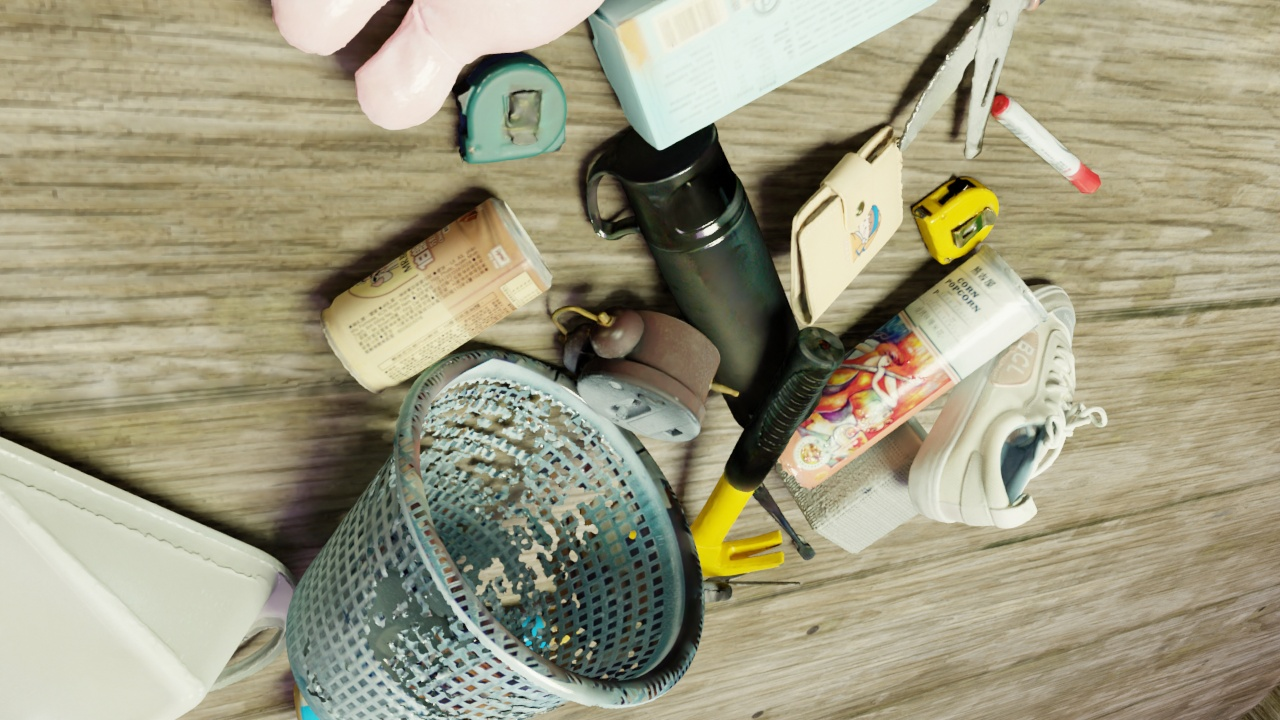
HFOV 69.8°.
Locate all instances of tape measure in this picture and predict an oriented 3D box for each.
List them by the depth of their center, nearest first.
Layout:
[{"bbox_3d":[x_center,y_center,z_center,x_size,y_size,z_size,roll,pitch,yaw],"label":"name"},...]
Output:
[{"bbox_3d":[-0.065,-0.127,0.467,0.058,0.025,0.055,-13,135,-20],"label":"tape measure"},{"bbox_3d":[0.227,-0.100,0.653,0.057,0.029,0.060,-37,137,4],"label":"tape measure"}]

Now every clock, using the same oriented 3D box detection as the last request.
[{"bbox_3d":[-0.003,0.003,0.574,0.122,0.055,0.082,32,156,-17],"label":"clock"}]

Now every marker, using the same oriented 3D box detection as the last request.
[{"bbox_3d":[0.288,-0.151,0.648,0.145,0.017,0.017,19,118,-39],"label":"marker"}]

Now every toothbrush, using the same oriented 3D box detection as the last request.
[{"bbox_3d":[0.120,0.134,0.818,0.016,0.018,0.181,-31,135,8],"label":"toothbrush"}]

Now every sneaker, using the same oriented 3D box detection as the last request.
[{"bbox_3d":[0.297,0.028,0.696,0.241,0.091,0.089,-50,127,-28],"label":"sneaker"}]

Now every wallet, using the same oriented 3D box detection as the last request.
[{"bbox_3d":[0.132,-0.088,0.581,0.115,0.024,0.087,-43,138,-27],"label":"wallet"}]

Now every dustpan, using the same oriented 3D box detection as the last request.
[{"bbox_3d":[-0.345,0.148,0.552,0.223,0.142,0.258,-33,109,14],"label":"dustpan"}]

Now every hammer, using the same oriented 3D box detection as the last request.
[{"bbox_3d":[0.074,0.081,0.654,0.128,0.032,0.302,9,141,-9],"label":"hammer"}]

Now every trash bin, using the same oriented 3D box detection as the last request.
[{"bbox_3d":[-0.106,0.139,0.568,0.196,0.226,0.226,-39,138,27],"label":"trash bin"}]

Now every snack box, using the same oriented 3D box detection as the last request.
[{"bbox_3d":[0.063,-0.185,0.466,0.175,0.051,0.074,-28,138,-2],"label":"snack box"}]

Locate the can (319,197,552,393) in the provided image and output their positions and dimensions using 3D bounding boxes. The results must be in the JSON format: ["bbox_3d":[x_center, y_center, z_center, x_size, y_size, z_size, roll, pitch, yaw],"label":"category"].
[{"bbox_3d":[-0.110,-0.035,0.500,0.116,0.058,0.058,-33,137,1],"label":"can"}]

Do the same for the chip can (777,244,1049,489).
[{"bbox_3d":[0.192,0.009,0.690,0.215,0.071,0.071,-40,137,16],"label":"chip can"}]

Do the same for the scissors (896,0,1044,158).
[{"bbox_3d":[0.222,-0.224,0.537,0.227,0.015,0.189,-41,135,4],"label":"scissors"}]

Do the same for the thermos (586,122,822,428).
[{"bbox_3d":[0.045,-0.045,0.584,0.090,0.068,0.242,-8,140,22],"label":"thermos"}]

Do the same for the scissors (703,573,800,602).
[{"bbox_3d":[0.064,0.191,0.793,0.180,0.159,0.014,5,85,-8],"label":"scissors"}]

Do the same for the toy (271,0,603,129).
[{"bbox_3d":[-0.079,-0.176,0.392,0.159,0.054,0.121,-39,129,7],"label":"toy"}]

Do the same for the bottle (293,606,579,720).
[{"bbox_3d":[-0.155,0.244,0.725,0.218,0.065,0.065,-16,135,-16],"label":"bottle"}]

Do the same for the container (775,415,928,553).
[{"bbox_3d":[0.187,0.092,0.764,0.114,0.090,0.090,-41,136,15],"label":"container"}]
